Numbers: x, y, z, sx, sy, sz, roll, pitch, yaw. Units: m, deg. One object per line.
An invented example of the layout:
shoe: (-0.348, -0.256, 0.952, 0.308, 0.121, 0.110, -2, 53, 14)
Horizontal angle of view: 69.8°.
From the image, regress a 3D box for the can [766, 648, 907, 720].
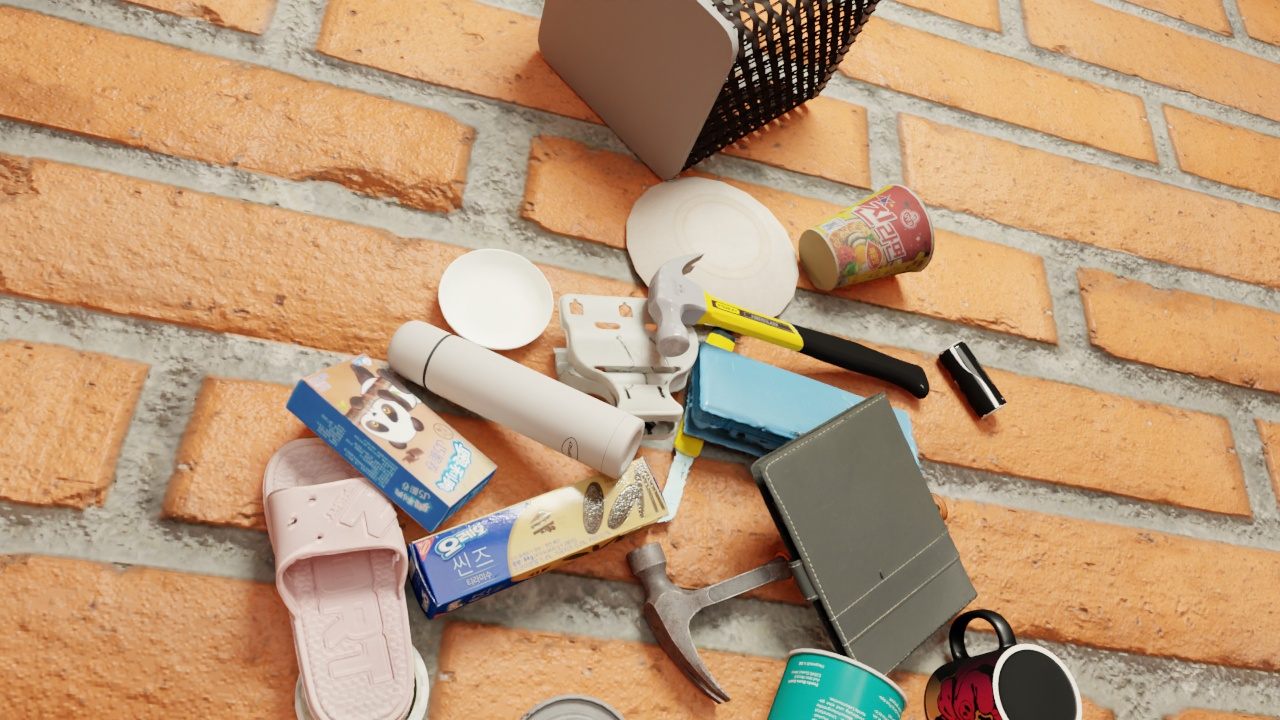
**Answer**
can: (0.136, 0.311, 0.701, 0.099, 0.099, 0.143, 30, 59, -2)

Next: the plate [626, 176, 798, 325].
plate: (0.079, -0.120, 0.937, 0.188, 0.027, 0.188, 8, 59, -14)

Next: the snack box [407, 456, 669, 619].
snack box: (-0.081, 0.142, 0.739, 0.206, 0.056, 0.057, -18, 72, -26)

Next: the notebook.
notebook: (0.198, 0.153, 0.799, 0.169, 0.030, 0.209, -25, 88, -28)

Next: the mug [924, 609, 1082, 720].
mug: (0.298, 0.271, 0.777, 0.081, 0.098, 0.118, -2, 65, -20)

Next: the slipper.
slipper: (-0.217, 0.151, 0.671, 0.094, 0.065, 0.239, -9, 58, -23)

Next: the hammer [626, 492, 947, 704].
hammer: (0.152, 0.186, 0.809, 0.313, 0.035, 0.137, -14, 71, -25)

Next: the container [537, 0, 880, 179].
container: (0.069, -0.373, 0.946, 0.243, 0.246, 0.247, -39, 81, -27)

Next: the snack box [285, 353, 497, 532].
snack box: (-0.195, 0.062, 0.730, 0.151, 0.034, 0.087, 40, 21, 4)

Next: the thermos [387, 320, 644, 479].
thermos: (-0.107, 0.028, 0.761, 0.224, 0.052, 0.052, 24, 58, 13)

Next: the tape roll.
tape roll: (-0.203, 0.242, 0.670, 0.093, 0.018, 0.093, 8, 62, -15)

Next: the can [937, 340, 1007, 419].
can: (0.347, 0.020, 0.960, 0.031, 0.032, 0.080, -23, 73, -27)

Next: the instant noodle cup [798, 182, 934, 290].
instant noodle cup: (0.232, -0.122, 0.962, 0.112, 0.100, 0.100, -22, 73, -19)

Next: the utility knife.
utility knife: (0.050, 0.055, 0.850, 0.030, 0.019, 0.216, 22, 54, -1)

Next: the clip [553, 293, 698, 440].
clip: (-0.011, 0.014, 0.830, 0.126, 0.099, 0.152, -1, 63, -18)

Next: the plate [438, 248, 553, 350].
plate: (-0.133, -0.052, 0.838, 0.104, 0.026, 0.104, 7, 62, -14)

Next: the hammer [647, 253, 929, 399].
hammer: (0.149, -0.021, 0.880, 0.323, 0.029, 0.126, 16, 44, -25)

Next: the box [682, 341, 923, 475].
box: (0.151, 0.059, 0.867, 0.231, 0.054, 0.093, 18, 42, -15)

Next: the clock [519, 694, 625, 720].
clock: (-0.040, 0.299, 0.675, 0.147, 0.056, 0.103, -8, 67, -20)
